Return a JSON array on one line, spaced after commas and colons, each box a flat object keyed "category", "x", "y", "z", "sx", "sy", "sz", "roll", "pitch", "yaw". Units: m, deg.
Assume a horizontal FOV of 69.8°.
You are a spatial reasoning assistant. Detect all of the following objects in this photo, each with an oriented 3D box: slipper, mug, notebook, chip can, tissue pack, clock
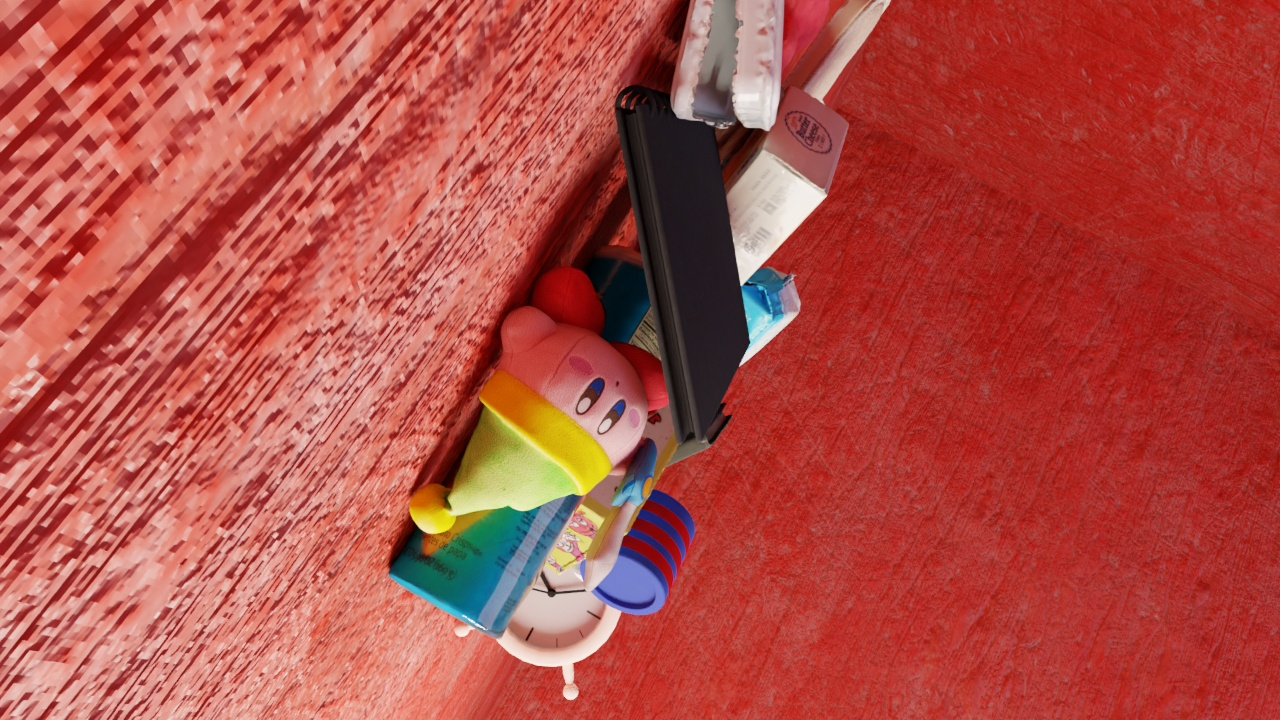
[{"category": "slipper", "x": 0.133, "y": -0.196, "z": 0.785, "sx": 0.114, "sy": 0.054, "sz": 0.273, "roll": -34, "pitch": 162, "yaw": -43}, {"category": "mug", "x": -0.016, "y": 0.164, "z": 0.779, "sx": 0.112, "sy": 0.075, "sz": 0.076, "roll": -19, "pitch": -154, "yaw": 37}, {"category": "notebook", "x": 0.033, "y": -0.067, "z": 0.533, "sx": 0.231, "sy": 0.019, "sz": 0.169, "roll": -46, "pitch": 127, "yaw": -72}, {"category": "chip can", "x": -0.051, "y": 0.043, "z": 0.532, "sx": 0.229, "sy": 0.080, "sz": 0.080, "roll": -59, "pitch": 175, "yaw": -21}, {"category": "tissue pack", "x": 0.091, "y": -0.035, "z": 0.901, "sx": 0.145, "sy": 0.061, "sz": 0.092, "roll": -44, "pitch": 167, "yaw": 28}, {"category": "notebook", "x": -0.007, "y": 0.107, "z": 0.984, "sx": 0.209, "sy": 0.029, "sz": 0.169, "roll": -23, "pitch": -177, "yaw": 16}, {"category": "clock", "x": -0.079, "y": 0.212, "z": 0.864, "sx": 0.160, "sy": 0.131, "sz": 0.086, "roll": -62, "pitch": 175, "yaw": 1}]

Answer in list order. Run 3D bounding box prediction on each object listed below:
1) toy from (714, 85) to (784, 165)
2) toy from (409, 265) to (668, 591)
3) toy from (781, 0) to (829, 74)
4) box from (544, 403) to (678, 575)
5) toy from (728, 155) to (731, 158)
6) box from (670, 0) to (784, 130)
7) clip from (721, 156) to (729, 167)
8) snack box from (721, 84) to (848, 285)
[{"category": "toy", "x": 0.058, "y": -0.163, "z": 0.660, "sx": 0.102, "sy": 0.041, "sz": 0.054, "roll": -48, "pitch": -141, "yaw": 12}, {"category": "toy", "x": -0.047, "y": 0.038, "z": 0.464, "sx": 0.097, "sy": 0.124, "sz": 0.131, "roll": -7, "pitch": -136, "yaw": 44}, {"category": "toy", "x": 0.115, "y": -0.260, "z": 0.675, "sx": 0.092, "sy": 0.045, "sz": 0.135, "roll": 103, "pitch": 10, "yaw": -66}, {"category": "box", "x": -0.044, "y": 0.088, "z": 0.719, "sx": 0.124, "sy": 0.079, "sz": 0.221, "roll": -57, "pitch": -176, "yaw": -24}, {"category": "toy", "x": 0.103, "y": -0.202, "z": 0.891, "sx": 0.110, "sy": 0.047, "sz": 0.063, "roll": 107, "pitch": 5, "yaw": -51}, {"category": "box", "x": 0.064, "y": -0.177, "z": 0.516, "sx": 0.213, "sy": 0.063, "sz": 0.118, "roll": -38, "pitch": 140, "yaw": -74}, {"category": "clip", "x": 0.074, "y": -0.200, "z": 0.742, "sx": 0.120, "sy": 0.033, "sz": 0.118, "roll": -62, "pitch": 171, "yaw": 10}, {"category": "snack box", "x": 0.071, "y": -0.106, "z": 0.720, "sx": 0.208, "sy": 0.057, "sz": 0.104, "roll": -47, "pitch": -167, "yaw": 45}]
